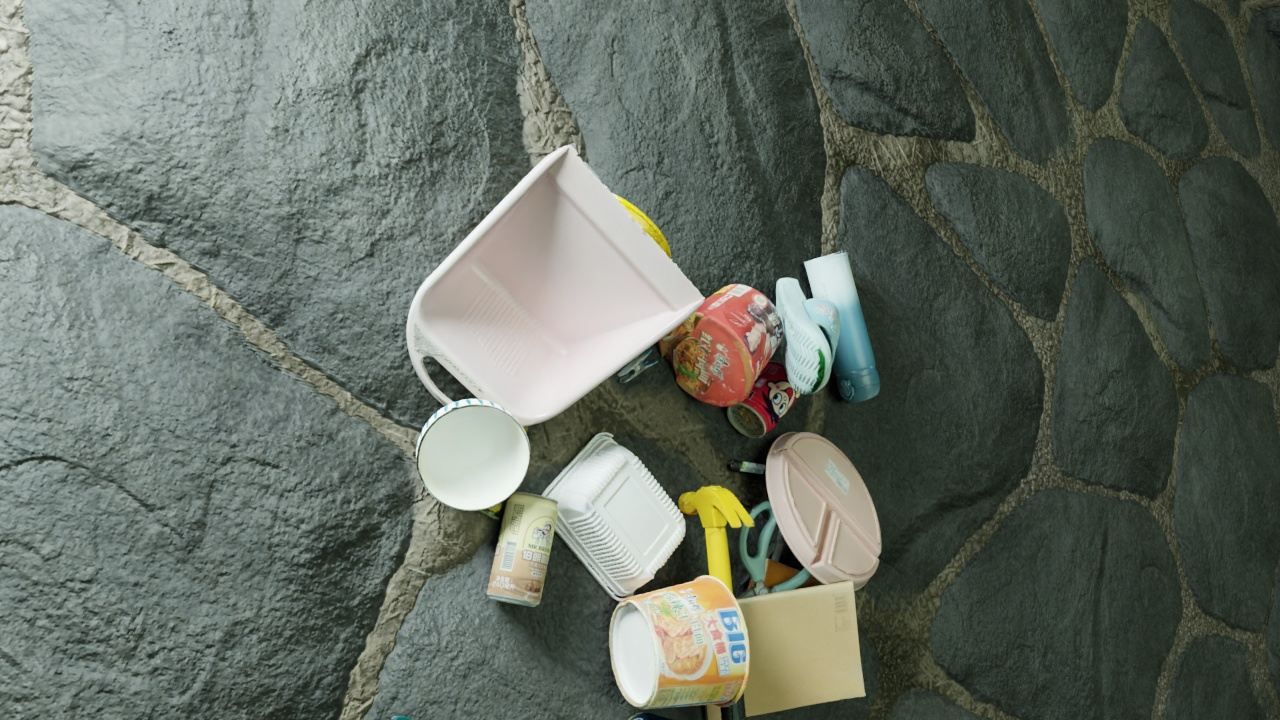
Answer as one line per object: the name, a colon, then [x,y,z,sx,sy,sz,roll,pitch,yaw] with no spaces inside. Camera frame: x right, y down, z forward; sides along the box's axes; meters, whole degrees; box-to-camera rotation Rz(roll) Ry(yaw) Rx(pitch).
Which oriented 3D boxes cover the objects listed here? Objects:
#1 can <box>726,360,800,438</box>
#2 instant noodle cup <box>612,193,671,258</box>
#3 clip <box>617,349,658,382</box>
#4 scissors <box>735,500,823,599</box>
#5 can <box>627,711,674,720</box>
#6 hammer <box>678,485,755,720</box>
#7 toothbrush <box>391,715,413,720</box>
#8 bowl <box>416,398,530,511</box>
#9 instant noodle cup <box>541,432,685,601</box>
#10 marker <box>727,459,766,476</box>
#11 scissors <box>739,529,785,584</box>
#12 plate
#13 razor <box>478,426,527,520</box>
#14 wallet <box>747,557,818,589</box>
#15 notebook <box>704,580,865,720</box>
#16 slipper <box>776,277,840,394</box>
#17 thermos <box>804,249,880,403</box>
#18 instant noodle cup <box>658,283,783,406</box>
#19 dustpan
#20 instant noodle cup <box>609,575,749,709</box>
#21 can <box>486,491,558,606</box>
can: [0.166,0.053,1.231,0.093,0.067,0.066,-44,108,-32]
instant noodle cup: [-0.050,-0.113,1.071,0.138,0.138,0.109,43,69,-22]
clip: [-0.007,0.008,1.143,0.058,0.026,0.041,-40,113,-30]
scissors: [0.171,0.259,1.185,0.170,0.019,0.181,-20,95,-25]
can: [0.034,0.447,1.041,0.075,0.111,0.075,7,78,-35]
hammer: [0.099,0.299,1.093,0.032,0.129,0.300,0,80,-26]
toothbrush: [-0.180,0.406,0.957,0.191,0.018,0.016,36,63,-28]
bowl: [-0.179,0.093,0.967,0.116,0.066,0.116,-4,105,-16]
instant noodle cup: [-0.019,0.183,1.082,0.137,0.060,0.173,-47,111,-32]
marker: [0.168,0.150,1.250,0.124,0.015,0.018,12,74,-30]
scissors: [0.193,0.236,1.244,0.175,0.014,0.159,-11,94,-34]
plate: [0.255,0.198,1.245,0.229,0.028,0.229,29,44,-32]
razor: [-0.151,0.110,1.022,0.043,0.028,0.132,32,63,-24]
wallet: [0.182,0.337,1.214,0.119,0.035,0.130,24,74,-25]
notebook: [0.178,0.367,1.157,0.211,0.012,0.149,-6,91,-11]
slipper: [0.222,-0.038,1.206,0.074,0.245,0.104,-2,117,1]
thermos: [0.298,-0.048,1.344,0.070,0.070,0.220,-15,91,-36]
instant noodle cup: [0.111,-0.026,1.170,0.108,0.138,0.138,-41,106,-40]
dustpan: [-0.105,-0.046,0.955,0.222,0.274,0.138,44,42,-17]
instant noodle cup: [0.038,0.328,1.051,0.111,0.152,0.151,1,82,-28]
can: [-0.127,0.206,1.000,0.058,0.059,0.116,21,70,-31]
